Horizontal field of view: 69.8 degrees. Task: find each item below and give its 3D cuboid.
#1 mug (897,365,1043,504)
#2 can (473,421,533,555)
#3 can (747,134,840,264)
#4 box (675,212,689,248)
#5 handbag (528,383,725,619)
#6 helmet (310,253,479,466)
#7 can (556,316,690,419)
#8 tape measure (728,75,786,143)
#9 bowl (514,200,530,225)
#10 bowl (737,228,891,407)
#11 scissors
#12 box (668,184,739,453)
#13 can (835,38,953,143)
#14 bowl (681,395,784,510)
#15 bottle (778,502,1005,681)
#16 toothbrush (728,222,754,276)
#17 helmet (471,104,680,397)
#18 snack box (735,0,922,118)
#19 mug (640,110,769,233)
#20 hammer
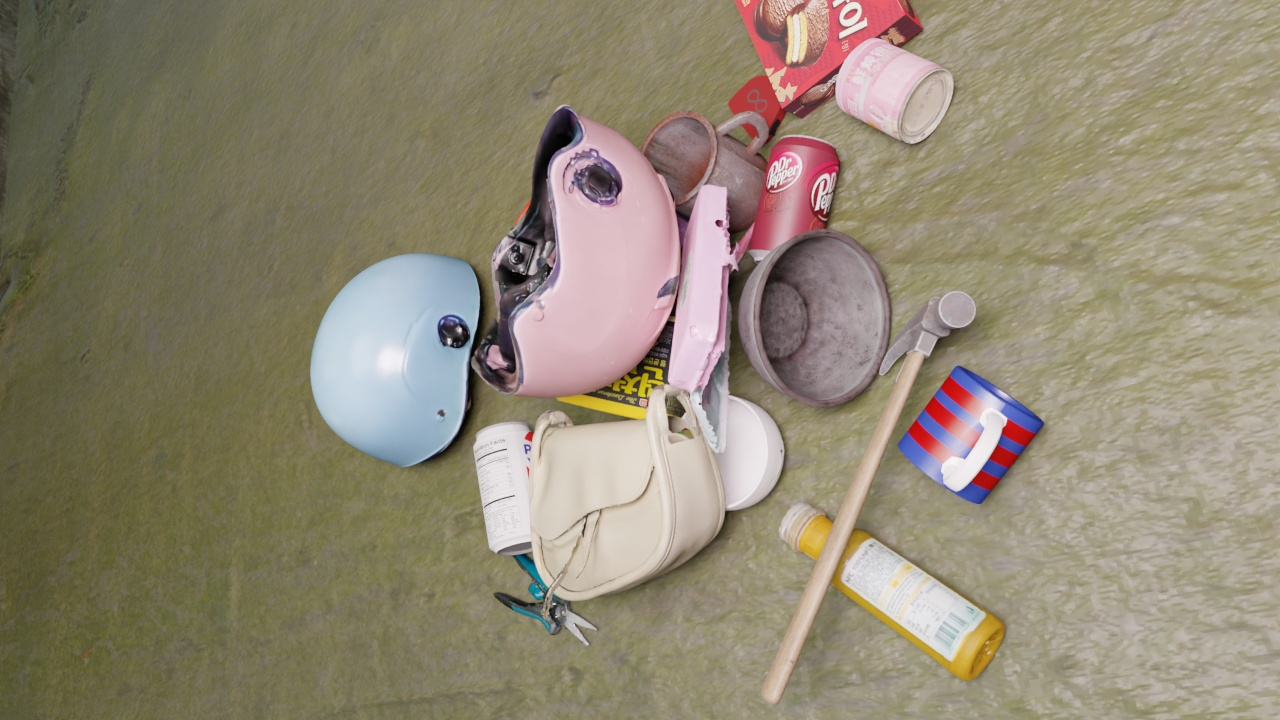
[{"bbox_3d":[0.244,0.058,0.675,0.075,0.111,0.076,35,105,8],"label":"mug"},{"bbox_3d":[-0.138,0.139,0.996,0.070,0.070,0.132,-28,65,32],"label":"can"},{"bbox_3d":[0.139,-0.140,0.830,0.063,0.063,0.114,12,89,40],"label":"can"},{"bbox_3d":[-0.039,-0.098,0.988,0.215,0.090,0.092,-50,11,20],"label":"box"},{"bbox_3d":[-0.037,0.128,0.826,0.230,0.131,0.184,-14,92,48],"label":"handbag"},{"bbox_3d":[-0.296,-0.015,1.099,0.226,0.166,0.265,-3,70,49],"label":"helmet"},{"bbox_3d":[-0.005,0.005,0.902,0.131,0.072,0.101,11,86,28],"label":"can"},{"bbox_3d":[0.120,-0.247,0.896,0.051,0.019,0.059,-41,65,24],"label":"tape measure"},{"bbox_3d":[-0.108,-0.138,1.033,0.122,0.035,0.121,-36,41,38],"label":"bowl"},{"bbox_3d":[0.135,-0.035,0.775,0.067,0.144,0.145,2,82,60],"label":"bowl"},{"bbox_3d":[-0.108,0.255,0.982,0.121,0.019,0.150,-39,61,26],"label":"scissors"},{"bbox_3d":[0.054,-0.039,0.784,0.059,0.156,0.200,3,45,5],"label":"box"},{"bbox_3d":[0.215,-0.231,0.783,0.076,0.067,0.067,42,108,36],"label":"can"},{"bbox_3d":[0.084,0.086,0.836,0.105,0.054,0.104,-11,72,38],"label":"bowl"},{"bbox_3d":[0.192,0.176,0.729,0.186,0.053,0.053,32,102,39],"label":"bottle"},{"bbox_3d":[0.089,-0.101,0.896,0.135,0.016,0.021,-49,54,24],"label":"toothbrush"},{"bbox_3d":[-0.047,-0.088,0.799,0.231,0.152,0.255,132,146,-62],"label":"helmet"},{"bbox_3d":[0.166,-0.329,0.851,0.133,0.035,0.152,-33,66,34],"label":"snack box"},{"bbox_3d":[0.074,-0.184,0.865,0.123,0.110,0.096,-35,66,28],"label":"mug"},{"bbox_3d":[0.168,0.106,0.703,0.031,0.119,0.331,23,84,3],"label":"hammer"}]
